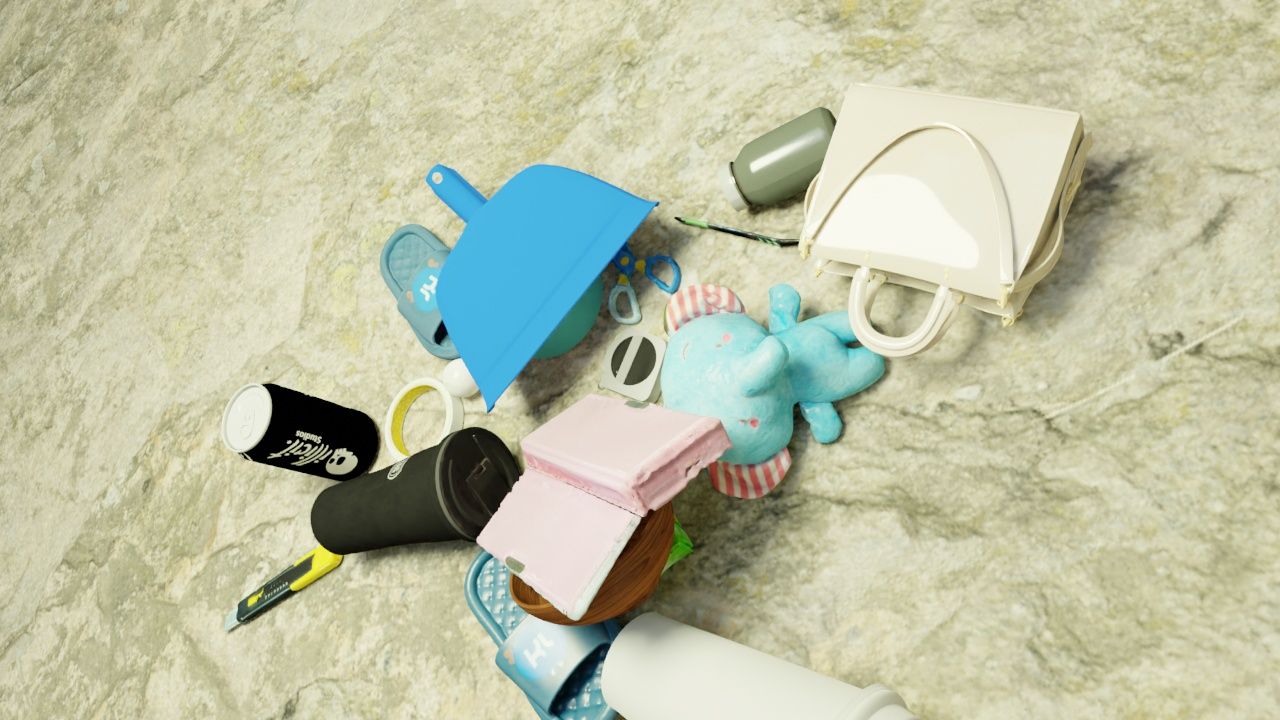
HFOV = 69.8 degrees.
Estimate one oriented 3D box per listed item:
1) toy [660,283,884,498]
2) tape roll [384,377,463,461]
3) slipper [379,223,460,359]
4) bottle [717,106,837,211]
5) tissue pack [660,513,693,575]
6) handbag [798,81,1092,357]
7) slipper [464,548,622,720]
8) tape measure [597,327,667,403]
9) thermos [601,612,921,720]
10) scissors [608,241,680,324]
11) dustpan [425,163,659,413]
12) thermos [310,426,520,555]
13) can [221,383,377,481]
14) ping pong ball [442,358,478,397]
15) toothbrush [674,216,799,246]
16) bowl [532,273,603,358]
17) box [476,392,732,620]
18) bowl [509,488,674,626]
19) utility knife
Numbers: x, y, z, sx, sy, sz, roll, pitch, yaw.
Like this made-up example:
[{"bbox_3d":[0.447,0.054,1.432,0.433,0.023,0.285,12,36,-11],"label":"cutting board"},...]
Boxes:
[{"bbox_3d":[0.102,0.011,0.737,0.181,0.114,0.183,-18,77,13],"label":"toy"},{"bbox_3d":[-0.228,0.065,0.964,0.094,0.019,0.094,-11,68,28],"label":"tape roll"},{"bbox_3d":[-0.229,-0.078,0.990,0.214,0.059,0.104,42,100,35],"label":"slipper"},{"bbox_3d":[0.125,-0.173,0.806,0.109,0.060,0.060,-24,63,23],"label":"bottle"},{"bbox_3d":[-0.018,0.149,0.800,0.100,0.034,0.114,-40,58,10],"label":"tissue pack"},{"bbox_3d":[0.215,-0.098,0.700,0.195,0.101,0.197,20,85,31],"label":"handbag"},{"bbox_3d":[-0.085,0.230,0.794,0.103,0.059,0.214,-46,52,-4],"label":"slipper"},{"bbox_3d":[-0.005,0.005,0.851,0.064,0.016,0.065,19,84,34],"label":"tape measure"},{"bbox_3d":[0.078,0.261,0.657,0.222,0.131,0.131,15,82,42],"label":"thermos"},{"bbox_3d":[-0.020,-0.088,0.896,0.132,0.020,0.097,41,94,33],"label":"scissors"},{"bbox_3d":[-0.137,-0.119,0.890,0.257,0.059,0.246,43,98,24],"label":"dustpan"},{"bbox_3d":[-0.223,0.137,0.893,0.219,0.105,0.105,-18,65,31],"label":"thermos"},{"bbox_3d":[-0.351,0.076,0.958,0.080,0.146,0.080,-10,68,28],"label":"can"},{"bbox_3d":[-0.182,0.018,0.939,0.040,0.040,0.040,-11,69,28],"label":"ping pong ball"},{"bbox_3d":[0.106,-0.109,0.825,0.188,0.014,0.017,18,91,34],"label":"toothbrush"},{"bbox_3d":[-0.101,-0.067,0.915,0.121,0.046,0.121,-11,69,28],"label":"bowl"},{"bbox_3d":[-0.048,0.096,0.731,0.180,0.051,0.233,-46,21,-18],"label":"box"},{"bbox_3d":[-0.025,0.159,0.727,0.147,0.069,0.147,-32,21,14],"label":"bowl"},{"bbox_3d":[-0.397,0.250,1.005,0.187,0.020,0.028,-34,57,18],"label":"utility knife"}]
